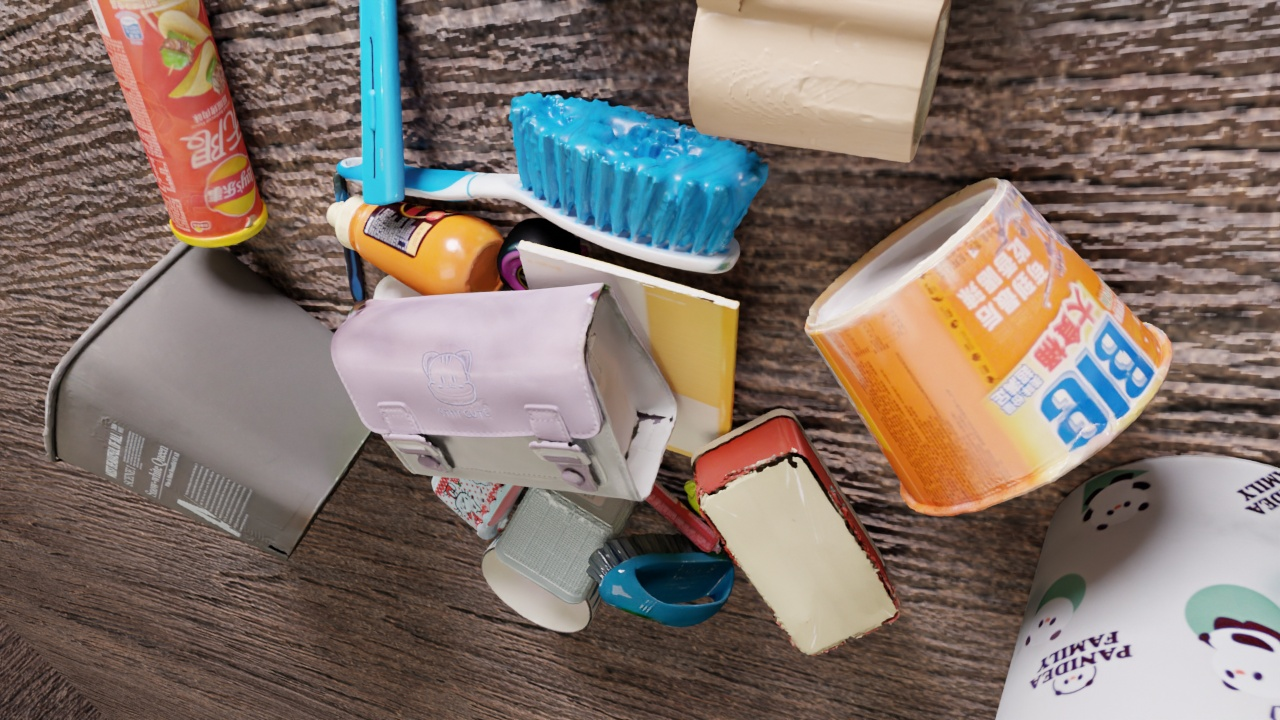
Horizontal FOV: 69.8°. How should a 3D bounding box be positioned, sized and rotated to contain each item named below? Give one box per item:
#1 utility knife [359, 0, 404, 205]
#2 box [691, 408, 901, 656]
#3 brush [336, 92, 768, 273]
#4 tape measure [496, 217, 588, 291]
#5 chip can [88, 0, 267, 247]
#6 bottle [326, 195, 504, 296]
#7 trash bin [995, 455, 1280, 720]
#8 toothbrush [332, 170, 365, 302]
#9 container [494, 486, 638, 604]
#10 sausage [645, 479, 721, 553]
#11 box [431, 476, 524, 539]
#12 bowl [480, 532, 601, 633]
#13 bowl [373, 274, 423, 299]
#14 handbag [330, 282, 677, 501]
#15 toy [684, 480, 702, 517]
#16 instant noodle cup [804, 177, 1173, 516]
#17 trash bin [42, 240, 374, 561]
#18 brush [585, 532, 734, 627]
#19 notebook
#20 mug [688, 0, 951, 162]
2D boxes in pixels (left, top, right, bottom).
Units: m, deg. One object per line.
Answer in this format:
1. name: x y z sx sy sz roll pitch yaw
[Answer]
1. utility knife: -0.162 -0.183 0.569 0.034 0.018 0.186 26 124 31
2. box: 0.109 0.129 0.649 0.091 0.077 0.168 -29 113 14
3. brush: -0.076 -0.119 0.578 0.315 0.060 0.110 22 140 17
4. tape measure: -0.067 -0.069 0.625 0.057 0.039 0.058 22 144 -1
5. chip can: -0.329 -0.187 0.653 0.073 0.073 0.217 18 136 17
6. bottle: -0.167 -0.085 0.660 0.149 0.066 0.067 22 137 23
7. trash bin: 0.300 0.201 0.490 0.230 0.251 0.230 17 135 17
8. toothbrush: -0.233 -0.073 0.744 0.016 0.014 0.190 41 144 31
9. container: -0.054 0.126 0.764 0.090 0.089 0.112 31 134 3
10. sausage: 0.006 0.100 0.724 0.156 0.020 0.020 43 137 -4
11. box: -0.129 0.086 0.788 0.087 0.047 0.202 45 139 11
12. bowl: -0.083 0.191 0.855 0.116 0.066 0.117 17 135 18
13. bowl: -0.182 -0.005 0.736 0.118 0.064 0.118 17 135 18
14. handbag: -0.092 0.021 0.614 0.197 0.098 0.145 1 137 26
15. toy: 0.084 0.124 0.716 0.097 0.031 0.100 7 136 29
16. instant noodle cup: 0.163 -0.012 0.464 0.111 0.151 0.152 50 136 -6
17. trash bin: -0.354 0.044 0.803 0.219 0.198 0.200 35 138 -10
18. brush: 0.025 0.175 0.721 0.055 0.143 0.073 -54 50 20
19. notebook: -0.004 0.004 0.637 0.146 0.010 0.207 18 149 14
20. mug: 0.080 -0.148 0.414 0.104 0.084 0.125 14 164 18
